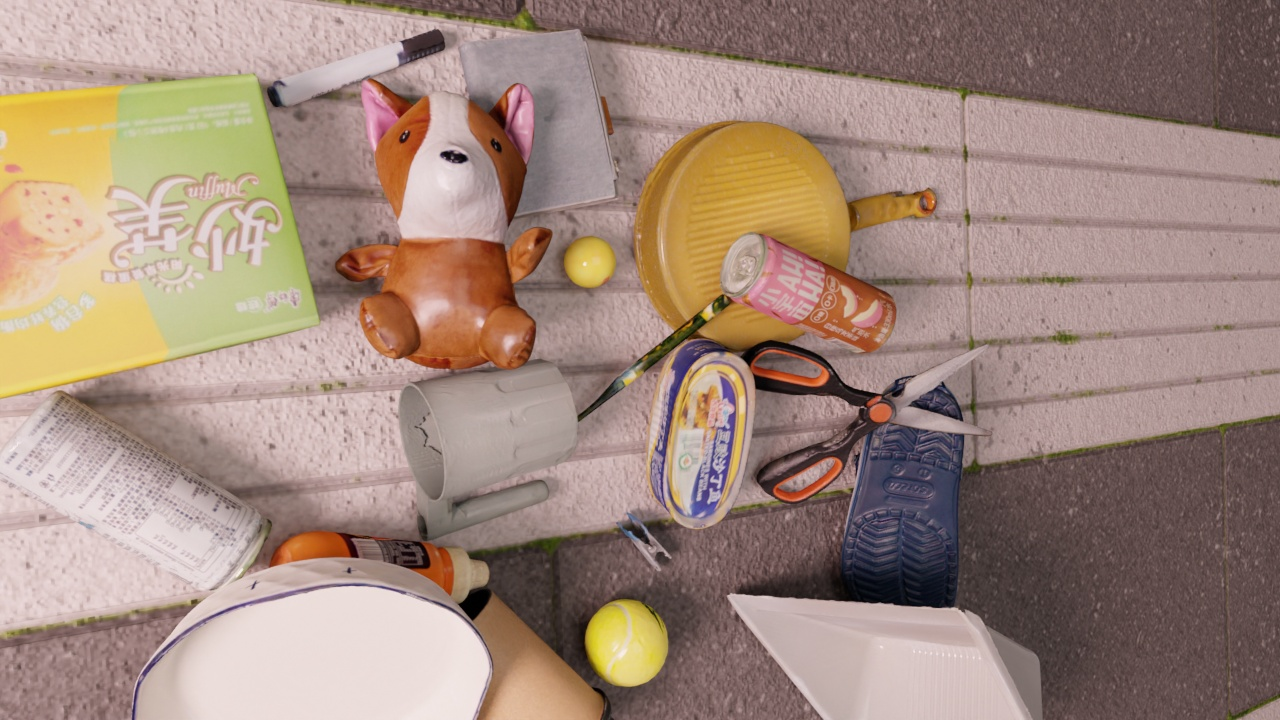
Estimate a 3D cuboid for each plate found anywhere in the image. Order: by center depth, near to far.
[{"bbox_3d":[-0.196,0.197,0.565,0.204,0.045,0.205,-9,127,-12],"label":"plate"}]

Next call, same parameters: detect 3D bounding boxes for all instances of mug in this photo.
[{"bbox_3d":[-0.109,0.064,0.657,0.103,0.084,0.124,-14,124,-31],"label":"mug"}]

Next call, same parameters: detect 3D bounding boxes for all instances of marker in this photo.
[{"bbox_3d":[-0.192,-0.202,0.629,0.130,0.023,0.018,-31,95,-28],"label":"marker"}]

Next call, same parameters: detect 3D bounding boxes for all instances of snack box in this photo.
[{"bbox_3d":[-0.311,-0.072,0.530,0.209,0.070,0.158,-16,98,-30],"label":"snack box"}]

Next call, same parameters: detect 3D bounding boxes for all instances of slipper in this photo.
[{"bbox_3d":[0.244,0.130,0.859,0.095,0.105,0.253,-54,145,-67],"label":"slipper"}]

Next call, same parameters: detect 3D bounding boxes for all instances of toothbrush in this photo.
[{"bbox_3d":[-0.004,0.004,0.722,0.185,0.012,0.017,-38,102,-8],"label":"toothbrush"}]

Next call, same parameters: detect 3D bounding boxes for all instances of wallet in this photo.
[{"bbox_3d":[-0.073,-0.178,0.694,0.106,0.037,0.130,-14,97,-19],"label":"wallet"}]

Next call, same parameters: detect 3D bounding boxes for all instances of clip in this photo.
[{"bbox_3d":[0.005,0.148,0.750,0.036,0.026,0.058,-44,117,-16],"label":"clip"}]

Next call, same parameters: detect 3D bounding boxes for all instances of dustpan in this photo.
[{"bbox_3d":[0.228,0.297,0.777,0.257,0.223,0.142,26,65,-39],"label":"dustpan"}]

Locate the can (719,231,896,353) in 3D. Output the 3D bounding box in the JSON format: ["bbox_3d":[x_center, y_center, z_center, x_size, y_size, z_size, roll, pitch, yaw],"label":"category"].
[{"bbox_3d":[0.139,-0.053,0.749,0.147,0.058,0.058,20,80,-27],"label":"can"}]

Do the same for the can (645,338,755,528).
[{"bbox_3d":[0.048,0.059,0.739,0.074,0.049,0.148,5,102,-19],"label":"can"}]

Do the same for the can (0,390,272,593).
[{"bbox_3d":[-0.299,0.081,0.546,0.146,0.058,0.058,41,71,-25],"label":"can"}]

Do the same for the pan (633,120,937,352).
[{"bbox_3d":[0.153,-0.122,0.825,0.356,0.078,0.198,-13,102,-24],"label":"pan"}]

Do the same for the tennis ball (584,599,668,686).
[{"bbox_3d":[-0.011,0.220,0.717,0.065,0.066,0.065,0,90,-31],"label":"tennis ball"}]

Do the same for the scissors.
[{"bbox_3d":[0.180,0.045,0.781,0.221,0.021,0.233,29,116,-12],"label":"scissors"}]

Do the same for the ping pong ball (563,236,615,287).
[{"bbox_3d":[-0.039,-0.076,0.711,0.040,0.040,0.040,0,90,-31],"label":"ping pong ball"}]

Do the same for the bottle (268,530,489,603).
[{"bbox_3d":[-0.171,0.149,0.625,0.149,0.067,0.066,7,87,-38],"label":"bottle"}]

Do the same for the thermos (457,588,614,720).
[{"bbox_3d":[-0.088,0.238,0.662,0.092,0.093,0.143,-40,101,-25],"label":"thermos"}]

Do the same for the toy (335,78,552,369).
[{"bbox_3d":[-0.130,-0.094,0.618,0.140,0.131,0.199,4,80,-14],"label":"toy"}]
